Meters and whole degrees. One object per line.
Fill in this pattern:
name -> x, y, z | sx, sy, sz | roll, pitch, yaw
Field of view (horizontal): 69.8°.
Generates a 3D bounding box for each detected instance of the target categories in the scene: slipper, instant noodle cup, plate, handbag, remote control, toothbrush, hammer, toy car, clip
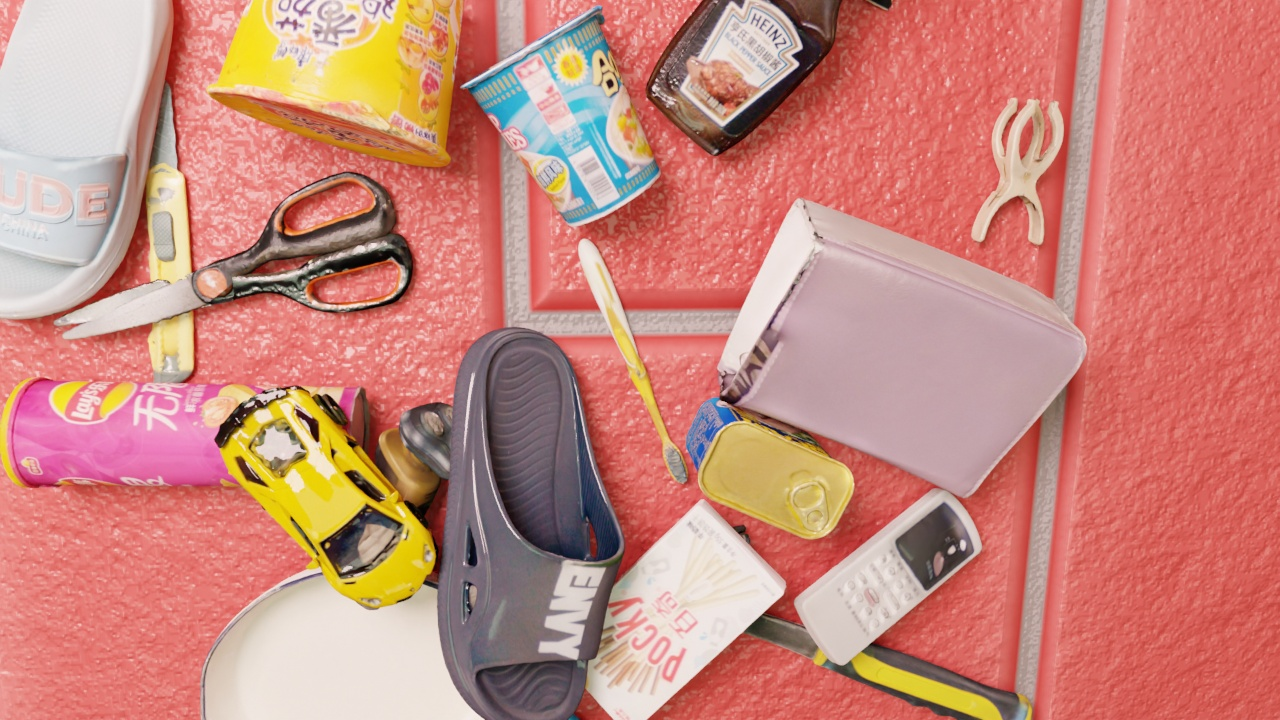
slipper -> -0.355, -0.136, 0.550 | 0.104, 0.074, 0.245 | 23, 98, -2
slipper -> -0.067, 0.109, 0.590 | 0.110, 0.083, 0.268 | 1, 84, -38
instant noodle cup -> -0.042, -0.148, 0.576 | 0.099, 0.099, 0.110 | -30, 110, 1
plate -> -0.190, 0.222, 0.631 | 0.204, 0.045, 0.205 | -4, 111, -10
instant noodle cup -> -0.167, -0.186, 0.538 | 0.138, 0.138, 0.110 | 15, 92, -8
handbag -> 0.167, -0.006, 0.619 | 0.197, 0.098, 0.145 | 20, 115, -10
remote control -> 0.184, 0.157, 0.673 | 0.150, 0.021, 0.058 | -35, 97, -13
toothbrush -> -0.004, 0.004, 0.646 | 0.016, 0.018, 0.191 | -23, 103, -2
hammer -> 0.155, 0.223, 0.700 | 0.323, 0.032, 0.126 | 22, 100, -9
toy car -> -0.186, 0.084, 0.557 | 0.071, 0.041, 0.156 | -39, 95, -5
clip -> 0.262, -0.130, 0.637 | 0.071, 0.034, 0.100 | 1, 110, -6

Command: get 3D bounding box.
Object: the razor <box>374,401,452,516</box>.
razor -> -0.168, 0.108, 0.637 | 0.067, 0.062, 0.168 | 30, 104, 13

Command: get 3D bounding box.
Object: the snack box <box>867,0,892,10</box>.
snack box -> 0.127, -0.302, 0.581 | 0.125, 0.053, 0.113 | 18, 100, -4

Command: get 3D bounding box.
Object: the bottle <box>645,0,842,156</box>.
bottle -> 0.089, -0.218, 0.560 | 0.080, 0.044, 0.195 | 39, 118, -13

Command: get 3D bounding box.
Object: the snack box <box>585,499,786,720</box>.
snack box -> 0.018, 0.181, 0.649 | 0.084, 0.027, 0.157 | 45, 100, 5

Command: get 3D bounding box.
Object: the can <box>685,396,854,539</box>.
can -> 0.085, 0.070, 0.635 | 0.102, 0.083, 0.057 | 23, 99, -10

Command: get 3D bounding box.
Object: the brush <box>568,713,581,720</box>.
brush -> -0.028, 0.299, 0.700 | 0.254, 0.045, 0.083 | 39, 100, -8

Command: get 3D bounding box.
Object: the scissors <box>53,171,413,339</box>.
scissors -> -0.261, -0.040, 0.603 | 0.235, 0.021, 0.142 | -39, 105, -1

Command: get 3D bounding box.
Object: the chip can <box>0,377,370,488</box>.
chip can -> -0.290, 0.049, 0.602 | 0.210, 0.071, 0.071 | 1, 102, -6

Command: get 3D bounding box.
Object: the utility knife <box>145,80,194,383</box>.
utility knife -> -0.312, -0.083, 0.604 | 0.031, 0.022, 0.211 | 1, 97, -10
